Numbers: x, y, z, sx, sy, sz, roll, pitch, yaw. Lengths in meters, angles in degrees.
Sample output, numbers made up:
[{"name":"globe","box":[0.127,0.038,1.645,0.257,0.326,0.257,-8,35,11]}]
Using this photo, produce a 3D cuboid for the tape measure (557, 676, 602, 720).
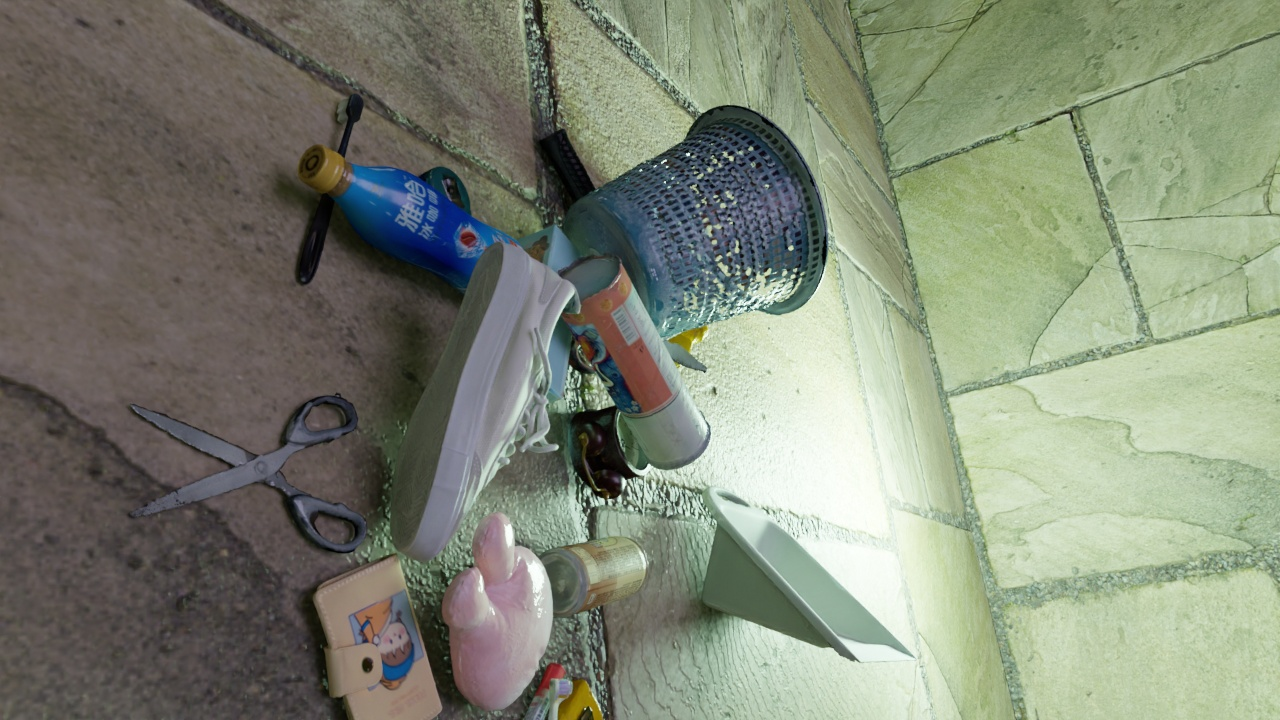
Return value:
[{"name":"tape measure","box":[-0.051,0.307,0.770,0.057,0.029,0.059,66,28,-15]}]

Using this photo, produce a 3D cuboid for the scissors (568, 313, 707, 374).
[{"name":"scissors","box":[-0.006,-0.035,0.999,0.227,0.015,0.188,49,51,-22]}]

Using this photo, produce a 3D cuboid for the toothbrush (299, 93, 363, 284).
[{"name":"toothbrush","box":[-0.236,-0.133,0.695,0.015,0.018,0.180,52,34,-54]}]

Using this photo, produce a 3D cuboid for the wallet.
[{"name":"wallet","box":[-0.176,0.195,0.609,0.087,0.024,0.115,-13,87,-68]}]

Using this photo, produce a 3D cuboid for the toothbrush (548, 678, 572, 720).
[{"name":"toothbrush","box":[-0.067,0.346,0.709,0.029,0.020,0.189,46,42,-64]}]

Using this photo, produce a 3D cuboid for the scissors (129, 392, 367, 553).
[{"name":"scissors","box":[-0.235,0.066,0.580,0.180,0.014,0.159,55,32,-30]}]

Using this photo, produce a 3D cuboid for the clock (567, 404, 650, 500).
[{"name":"clock","box":[-0.033,0.088,0.901,0.082,0.055,0.121,68,24,-10]}]

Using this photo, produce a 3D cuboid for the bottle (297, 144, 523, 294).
[{"name":"bottle","box":[-0.176,-0.107,0.727,0.218,0.065,0.065,30,49,-55]}]

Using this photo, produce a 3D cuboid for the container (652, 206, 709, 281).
[{"name":"container","box":[0.028,-0.150,1.124,0.090,0.090,0.114,60,26,-25]}]

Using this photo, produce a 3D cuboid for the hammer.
[{"name":"hammer","box":[-0.027,-0.119,1.036,0.128,0.033,0.301,-42,109,-42]}]

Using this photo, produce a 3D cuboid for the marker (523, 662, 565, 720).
[{"name":"marker","box":[-0.091,0.296,0.715,0.017,0.017,0.144,62,29,-21]}]

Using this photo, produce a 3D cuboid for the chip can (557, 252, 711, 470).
[{"name":"chip can","box":[-0.005,0.005,0.834,0.071,0.071,0.215,-76,147,-45]}]

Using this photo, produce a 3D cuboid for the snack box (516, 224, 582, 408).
[{"name":"snack box","box":[-0.103,-0.037,0.822,0.051,0.074,0.174,48,36,-42]}]

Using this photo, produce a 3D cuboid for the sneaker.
[{"name":"sneaker","box":[-0.110,0.037,0.687,0.090,0.090,0.242,26,73,-29]}]

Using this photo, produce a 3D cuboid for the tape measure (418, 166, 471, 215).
[{"name":"tape measure","box":[-0.173,-0.143,0.807,0.058,0.025,0.054,-24,97,-64]}]

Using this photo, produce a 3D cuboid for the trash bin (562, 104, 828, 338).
[{"name":"trash bin","box":[0.038,-0.119,0.917,0.194,0.227,0.226,-26,99,-27]}]

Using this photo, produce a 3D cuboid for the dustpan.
[{"name":"dustpan","box":[0.183,0.242,1.074,0.222,0.258,0.142,26,76,-55]}]

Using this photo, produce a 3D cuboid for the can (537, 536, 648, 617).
[{"name":"can","box":[-0.044,0.191,0.818,0.116,0.059,0.058,8,68,-61]}]

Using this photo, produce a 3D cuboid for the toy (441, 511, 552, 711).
[{"name":"toy","box":[-0.105,0.183,0.677,0.121,0.054,0.160,-67,157,-43]}]
